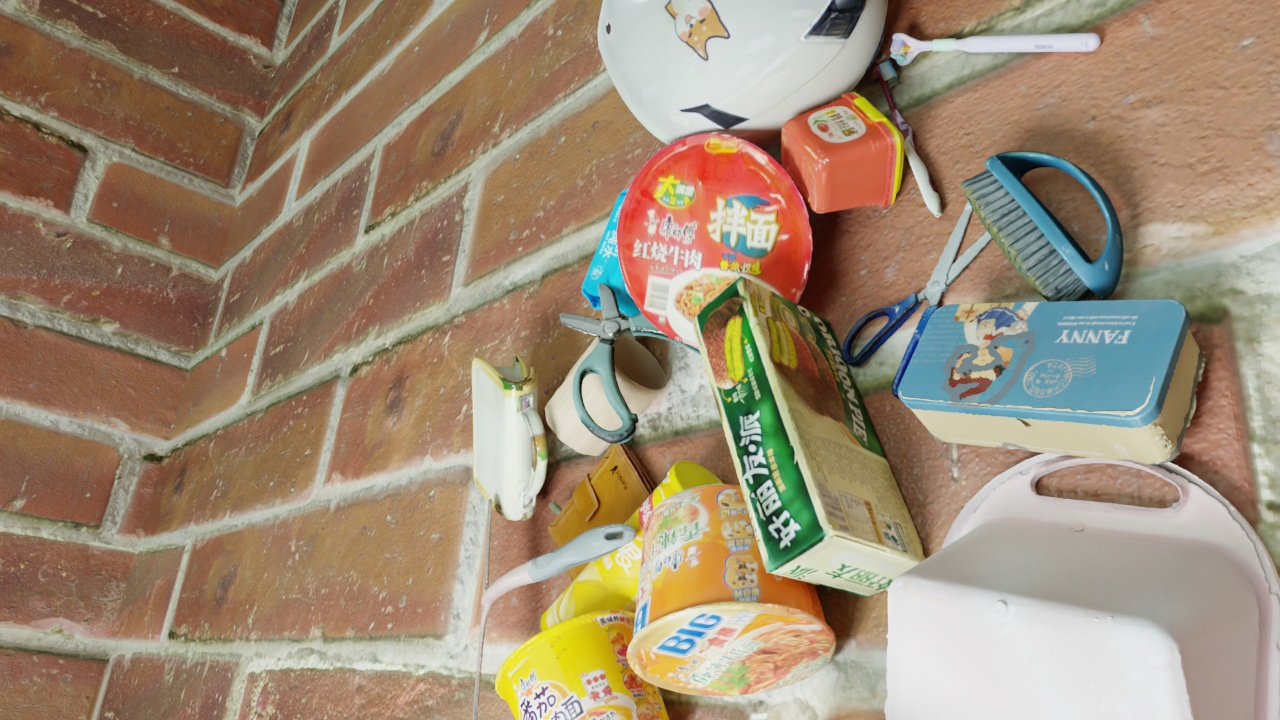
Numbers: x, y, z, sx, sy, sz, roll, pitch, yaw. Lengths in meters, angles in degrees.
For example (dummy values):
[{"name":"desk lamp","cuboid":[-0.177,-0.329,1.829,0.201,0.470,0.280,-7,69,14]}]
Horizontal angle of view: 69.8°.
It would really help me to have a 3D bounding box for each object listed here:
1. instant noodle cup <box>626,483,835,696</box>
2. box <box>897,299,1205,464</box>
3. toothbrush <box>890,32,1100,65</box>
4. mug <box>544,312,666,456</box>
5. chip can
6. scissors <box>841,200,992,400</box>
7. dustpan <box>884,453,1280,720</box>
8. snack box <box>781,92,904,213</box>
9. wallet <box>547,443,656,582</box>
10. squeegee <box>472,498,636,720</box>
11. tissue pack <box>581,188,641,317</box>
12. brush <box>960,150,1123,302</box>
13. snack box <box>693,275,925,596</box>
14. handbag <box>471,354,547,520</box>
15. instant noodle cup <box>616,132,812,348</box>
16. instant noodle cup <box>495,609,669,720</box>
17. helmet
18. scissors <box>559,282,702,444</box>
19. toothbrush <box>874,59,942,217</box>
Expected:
[{"name":"instant noodle cup","cuboid":[0.064,0.171,0.694,0.152,0.151,0.111,-38,37,33]},{"name":"box","cuboid":[0.261,0.011,0.581,0.185,0.059,0.089,-2,54,52]},{"name":"toothbrush","cuboid":[0.281,-0.255,0.743,0.021,0.029,0.189,-36,31,-22]},{"name":"mug","cuboid":[-0.040,0.022,0.948,0.104,0.084,0.124,-49,32,24]},{"name":"chip can","cuboid":[-0.004,0.187,0.824,0.214,0.072,0.072,-51,39,22]},{"name":"scissors","cuboid":[0.225,-0.043,0.709,0.166,0.012,0.156,-32,47,37]},{"name":"dustpan","cuboid":[0.262,0.198,0.541,0.223,0.138,0.273,3,102,50]},{"name":"snack box","cuboid":[0.167,-0.171,0.776,0.080,0.082,0.091,-17,44,-8]},{"name":"wallet","cuboid":[-0.037,0.156,0.916,0.131,0.035,0.119,-54,45,18]},{"name":"squeegee","cuboid":[-0.095,0.196,0.845,0.250,0.040,0.247,-35,43,38]},{"name":"tissue pack","cuboid":[0.005,-0.106,0.947,0.063,0.090,0.140,25,92,53]},{"name":"brush","cuboid":[0.281,-0.097,0.630,0.074,0.055,0.143,-43,43,25]},{"name":"snack box","cuboid":[0.123,0.053,0.699,0.063,0.114,0.239,-42,44,31]},{"name":"handbag","cuboid":[-0.128,0.089,0.985,0.179,0.063,0.163,-145,53,-59]},{"name":"instant noodle cup","cuboid":[0.074,-0.107,0.834,0.194,0.065,0.194,7,104,30]},{"name":"instant noodle cup","cuboid":[-0.041,0.294,0.770,0.138,0.138,0.109,-50,48,22]},{"name":"helmet","cuboid":[0.104,-0.273,0.825,0.275,0.229,0.157,-17,82,24]},{"name":"scissors","cuboid":[-0.005,0.005,0.862,0.019,0.170,0.179,87,-163,-65]},{"name":"toothbrush","cuboid":[0.229,-0.192,0.779,0.017,0.016,0.187,-28,50,28]}]
